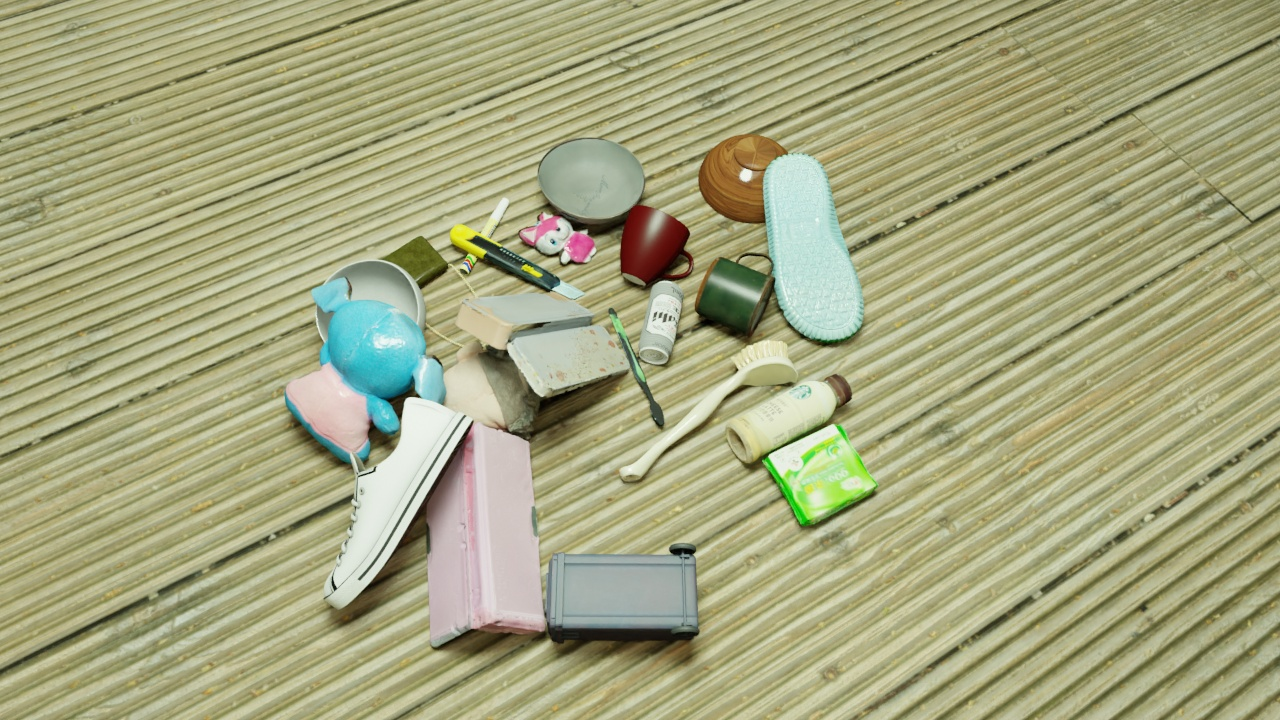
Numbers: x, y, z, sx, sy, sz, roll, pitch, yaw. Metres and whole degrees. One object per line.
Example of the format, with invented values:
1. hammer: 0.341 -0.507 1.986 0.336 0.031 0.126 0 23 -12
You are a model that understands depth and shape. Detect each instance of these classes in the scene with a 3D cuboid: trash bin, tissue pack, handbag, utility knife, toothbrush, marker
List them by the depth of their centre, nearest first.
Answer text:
1. trash bin: -0.021 0.255 0.988 0.161 0.092 0.093 1 61 -2
2. tissue pack: 0.215 0.136 1.105 0.114 0.034 0.099 -24 66 -14
3. toothbrush: -0.007 0.007 1.177 0.014 0.017 0.188 -15 59 -16
4. handbag: -0.262 -0.082 1.207 0.084 0.027 0.178 -38 75 -22
5. utility knife: -0.165 -0.129 1.230 0.198 0.020 0.028 27 64 1
6. marker: -0.213 -0.172 1.261 0.014 0.014 0.132 20 62 8

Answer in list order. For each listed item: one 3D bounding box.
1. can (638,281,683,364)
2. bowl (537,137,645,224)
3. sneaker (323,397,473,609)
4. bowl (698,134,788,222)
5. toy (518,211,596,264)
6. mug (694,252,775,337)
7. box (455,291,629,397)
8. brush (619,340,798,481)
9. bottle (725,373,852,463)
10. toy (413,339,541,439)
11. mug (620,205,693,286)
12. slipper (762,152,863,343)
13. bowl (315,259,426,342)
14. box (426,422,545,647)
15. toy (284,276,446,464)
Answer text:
1. can: 0.027 -0.050 1.190 0.044 0.044 0.106 11 61 3
2. bowl: -0.069 -0.239 1.282 0.150 0.057 0.150 2 59 -4
3. sneaker: -0.284 0.146 0.990 0.097 0.091 0.245 31 90 -3
4. bowl: 0.159 -0.275 1.310 0.147 0.069 0.147 1 61 -3
5. toy: -0.109 -0.171 1.250 0.102 0.050 0.065 28 58 6
6. mug: 0.128 -0.096 1.195 0.081 0.085 0.111 24 78 12
7. box: -0.108 -0.026 1.096 0.063 0.216 0.157 -46 77 22
8. brush: 0.082 0.062 1.130 0.271 0.062 0.077 -35 52 -16
9. bottle: 0.185 0.067 1.127 0.162 0.057 0.056 -26 65 -17
10. toy: -0.196 0.046 1.109 0.176 0.076 0.132 -18 92 0
11. mug: 0.021 -0.141 1.231 0.114 0.087 0.088 28 81 -23
12. slipper: 0.226 -0.150 1.244 0.116 0.069 0.276 -8 75 -3
13. bowl: -0.332 -0.056 1.152 0.132 0.064 0.131 0 82 2
14. box: -0.186 0.201 1.042 0.115 0.099 0.232 -27 58 30
15. toy: -0.336 0.009 1.069 0.224 0.098 0.191 42 101 12
